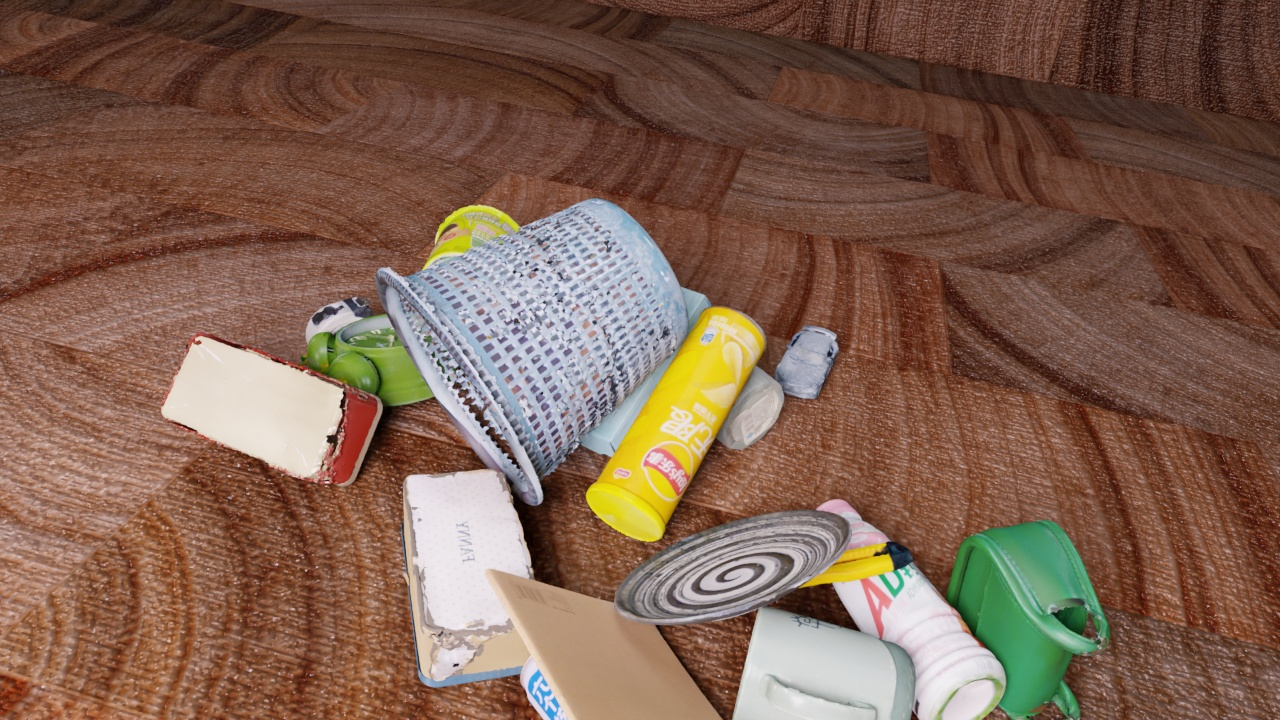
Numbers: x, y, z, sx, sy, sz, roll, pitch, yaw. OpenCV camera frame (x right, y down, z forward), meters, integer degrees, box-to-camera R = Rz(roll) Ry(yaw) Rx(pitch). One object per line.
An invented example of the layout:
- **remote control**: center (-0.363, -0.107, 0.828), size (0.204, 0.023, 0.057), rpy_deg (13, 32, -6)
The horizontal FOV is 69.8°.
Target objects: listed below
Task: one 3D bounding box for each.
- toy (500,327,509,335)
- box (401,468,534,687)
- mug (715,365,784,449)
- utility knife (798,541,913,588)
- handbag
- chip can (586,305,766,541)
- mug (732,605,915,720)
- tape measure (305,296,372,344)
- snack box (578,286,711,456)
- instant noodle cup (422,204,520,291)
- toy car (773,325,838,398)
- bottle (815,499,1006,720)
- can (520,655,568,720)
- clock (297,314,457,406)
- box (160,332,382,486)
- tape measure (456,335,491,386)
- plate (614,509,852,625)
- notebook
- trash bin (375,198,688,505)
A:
- **toy**: center (-0.077, 0.005, 0.920), size (0.156, 0.050, 0.161), rpy_deg (26, 40, -17)
- **box**: center (-0.132, 0.150, 0.687), size (0.089, 0.061, 0.184), rpy_deg (-2, 31, -16)
- **mug**: center (0.062, 0.036, 0.896), size (0.123, 0.084, 0.103), rpy_deg (-29, 48, -27)
- **utility knife**: center (0.096, 0.165, 0.690), size (0.215, 0.015, 0.033), rpy_deg (-14, 17, 7)
- **handbag**: center (0.277, 0.188, 0.652), size (0.068, 0.131, 0.120), rpy_deg (-10, 39, -11)
- **chip can**: center (0.036, 0.051, 0.795), size (0.072, 0.072, 0.212), rpy_deg (22, 59, 21)
- **mug**: center (0.120, 0.215, 0.598), size (0.106, 0.082, 0.111), rpy_deg (15, -4, 11)
- **tape measure**: center (-0.299, -0.025, 0.920), size (0.065, 0.066, 0.033), rpy_deg (-20, 36, -29)
- **snack box**: center (-0.005, 0.005, 0.869), size (0.074, 0.051, 0.174), rpy_deg (23, 71, 30)
- **instant noodle cup**: center (-0.187, -0.100, 1.009), size (0.112, 0.112, 0.123), rpy_deg (8, 25, 1)
- **toy car**: center (0.185, 0.000, 1.018), size (0.054, 0.037, 0.120), rpy_deg (18, 36, 15)
- **bottle**: center (0.190, 0.182, 0.697), size (0.068, 0.068, 0.197), rpy_deg (-5, 33, -20)
- **can**: center (-0.020, 0.235, 0.580), size (0.053, 0.053, 0.134), rpy_deg (-18, 40, -35)
- **clock**: center (-0.250, 0.000, 0.871), size (0.160, 0.056, 0.116), rpy_deg (-18, 26, -35)
- **box**: center (-0.315, 0.041, 0.770), size (0.168, 0.091, 0.077), rpy_deg (18, -7, 17)
- **tape measure**: center (-0.162, -0.001, 0.919), size (0.028, 0.060, 0.057), rpy_deg (-22, 18, -36)
- **plate**: center (0.067, 0.153, 0.663), size (0.179, 0.024, 0.179), rpy_deg (-18, 6, 2)
- **notebook**: center (-0.002, 0.208, 0.566), size (0.149, 0.012, 0.211), rpy_deg (29, 8, -38)
- **trash bin**: center (-0.076, -0.025, 0.768), size (0.194, 0.227, 0.226), rpy_deg (-34, 47, -18)
